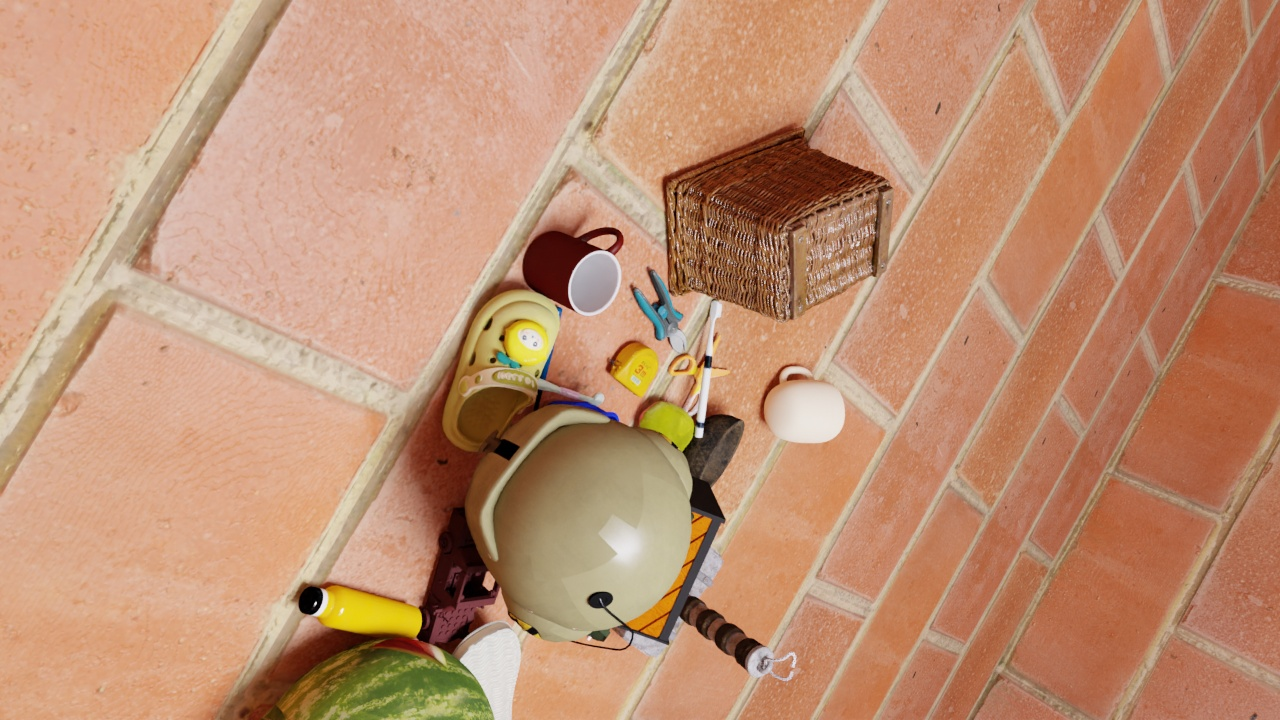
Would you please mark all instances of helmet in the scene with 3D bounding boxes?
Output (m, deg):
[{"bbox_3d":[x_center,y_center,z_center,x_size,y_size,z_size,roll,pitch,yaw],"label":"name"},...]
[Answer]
[{"bbox_3d":[-0.070,0.157,0.958,0.250,0.256,0.233,-52,141,-14],"label":"helmet"},{"bbox_3d":[-0.270,0.419,0.974,0.246,0.213,0.243,3,91,-34],"label":"helmet"}]

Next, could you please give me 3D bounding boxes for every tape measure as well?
[{"bbox_3d":[-0.007,0.007,1.161,0.059,0.030,0.068,-57,140,-6],"label":"tape measure"}]

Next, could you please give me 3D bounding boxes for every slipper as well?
[{"bbox_3d":[-0.203,0.415,1.164,0.114,0.052,0.264,-24,138,-34],"label":"slipper"},{"bbox_3d":[-0.149,0.016,0.978,0.091,0.081,0.190,23,97,-24],"label":"slipper"}]

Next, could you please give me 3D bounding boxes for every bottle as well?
[{"bbox_3d":[-0.304,0.274,0.997,0.143,0.043,0.043,36,84,-48],"label":"bottle"}]

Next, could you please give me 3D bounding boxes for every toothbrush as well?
[{"bbox_3d":[-0.108,0.029,1.061,0.154,0.015,0.022,19,130,-35],"label":"toothbrush"},{"bbox_3d":[0.092,0.012,1.240,0.017,0.012,0.186,9,89,-49],"label":"toothbrush"},{"bbox_3d":[-0.115,0.017,1.071,0.014,0.014,0.168,3,108,-36],"label":"toothbrush"}]

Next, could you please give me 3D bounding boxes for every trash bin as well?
[{"bbox_3d":[-0.002,0.227,1.151,0.139,0.139,0.172,22,99,-8],"label":"trash bin"}]

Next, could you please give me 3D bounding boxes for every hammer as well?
[{"bbox_3d":[0.088,0.347,1.218,0.079,0.327,0.176,42,78,-30],"label":"hammer"}]

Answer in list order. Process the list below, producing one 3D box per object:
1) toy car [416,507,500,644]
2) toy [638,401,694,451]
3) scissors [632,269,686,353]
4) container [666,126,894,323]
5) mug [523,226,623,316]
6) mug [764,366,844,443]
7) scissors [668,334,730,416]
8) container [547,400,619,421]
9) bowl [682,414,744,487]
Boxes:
[{"bbox_3d":[-0.205,0.259,1.073,0.070,0.062,0.170,6,106,-46],"label":"toy car"},{"bbox_3d":[0.024,0.109,1.230,0.090,0.051,0.110,27,92,-46],"label":"toy"},{"bbox_3d":[0.026,-0.055,1.171,0.145,0.019,0.133,-11,120,-43],"label":"scissors"},{"bbox_3d":[0.184,-0.164,1.143,0.249,0.183,0.162,-29,130,-32],"label":"container"},{"bbox_3d":[-0.065,-0.108,1.003,0.105,0.082,0.073,-50,137,-13],"label":"mug"},{"bbox_3d":[0.240,0.065,1.397,0.099,0.096,0.120,4,70,-34],"label":"mug"},{"bbox_3d":[0.081,0.023,1.272,0.125,0.011,0.131,-2,114,-43],"label":"scissors"},{"bbox_3d":[-0.085,0.105,1.114,0.096,0.058,0.114,4,107,-46],"label":"container"},{"bbox_3d":[0.091,0.124,1.293,0.121,0.056,0.121,-48,156,-29],"label":"bowl"}]
